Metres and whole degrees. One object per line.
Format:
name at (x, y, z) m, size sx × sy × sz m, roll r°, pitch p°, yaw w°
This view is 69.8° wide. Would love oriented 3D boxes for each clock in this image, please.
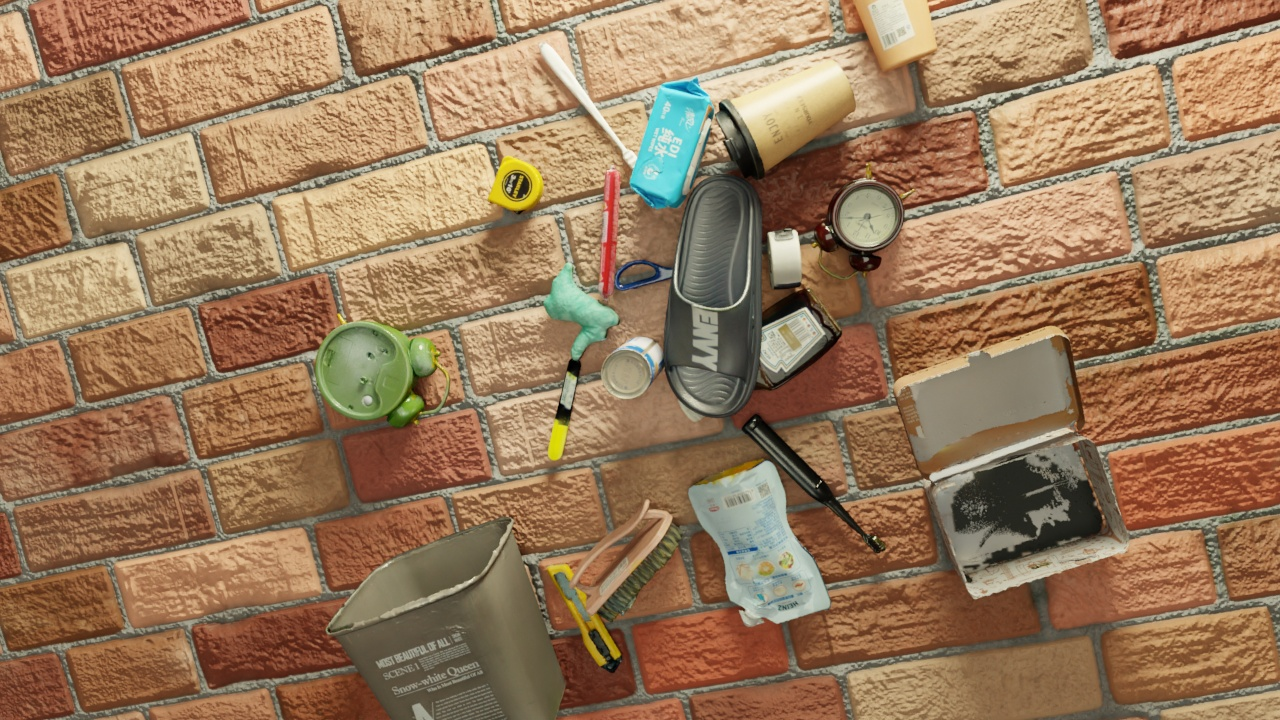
clock at (-0.303, 0.015, 1.086) m, size 0.161 × 0.056 × 0.116 m, roll 21°, pitch 100°, yaw 5°
clock at (0.237, -0.145, 0.991) m, size 0.082 × 0.055 × 0.122 m, roll 32°, pitch 102°, yaw 3°

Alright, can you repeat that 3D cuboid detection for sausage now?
sausage at (-0.036, -0.144, 1.044) m, size 0.020 × 0.020 × 0.156 m, roll 4°, pitch 93°, yaw 7°

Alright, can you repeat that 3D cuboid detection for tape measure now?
tape measure at (0.156, -0.110, 1.001) m, size 0.033 × 0.066 × 0.066 m, roll -6°, pitch 96°, yaw 5°
tape measure at (-0.140, -0.199, 1.050) m, size 0.057 × 0.029 × 0.060 m, roll 23°, pitch 99°, yaw 6°

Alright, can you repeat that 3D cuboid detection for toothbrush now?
toothbrush at (0.200, 0.143, 1.045) m, size 0.212 × 0.027 × 0.026 m, roll 44°, pitch 62°, yaw 1°
toothbrush at (-0.058, -0.287, 1.035) m, size 0.016 × 0.016 × 0.180 m, roll -38°, pitch 90°, yaw 8°

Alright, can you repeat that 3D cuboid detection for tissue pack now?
tissue pack at (0.037, -0.231, 0.990) m, size 0.063 × 0.090 × 0.140 m, roll 20°, pitch 99°, yaw 5°

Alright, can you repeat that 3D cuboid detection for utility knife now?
utility knife at (-0.068, 0.311, 1.109) m, size 0.033 × 0.015 × 0.154 m, roll -30°, pitch 92°, yaw 8°

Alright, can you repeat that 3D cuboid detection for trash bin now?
trash bin at (-0.205, 0.331, 1.048) m, size 0.199 × 0.198 × 0.220 m, roll -21°, pitch 99°, yaw 10°

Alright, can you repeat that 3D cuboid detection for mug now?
mug at (0.262, -0.370, 0.952) m, size 0.078 × 0.078 × 0.123 m, roll -19°, pitch 98°, yaw 10°

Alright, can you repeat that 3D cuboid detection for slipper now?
slipper at (0.072, -0.073, 0.987) m, size 0.111 × 0.083 × 0.268 m, roll 4°, pitch 89°, yaw 21°

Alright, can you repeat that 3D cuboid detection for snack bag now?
snack bag at (0.136, 0.215, 1.058) m, size 0.110 × 0.039 × 0.191 m, roll -22°, pitch 95°, yaw 5°

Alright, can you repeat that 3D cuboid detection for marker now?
marker at (-0.089, 0.057, 1.083) m, size 0.018 × 0.015 × 0.124 m, roll 13°, pitch 95°, yaw 5°

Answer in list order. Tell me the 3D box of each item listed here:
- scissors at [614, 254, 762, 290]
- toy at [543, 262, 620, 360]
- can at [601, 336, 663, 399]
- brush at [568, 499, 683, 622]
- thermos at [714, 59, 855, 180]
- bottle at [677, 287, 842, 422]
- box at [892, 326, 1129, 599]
scissors at (0.053, -0.090, 1.046) m, size 0.176 × 0.012 × 0.162 m, roll -3°, pitch 95°, yaw 7°
toy at (-0.071, -0.052, 1.059) m, size 0.092 × 0.030 × 0.096 m, roll 30°, pitch 102°, yaw 6°
can at (-0.006, 0.006, 1.003) m, size 0.053 × 0.134 × 0.053 m, roll 1°, pitch 97°, yaw 7°
brush at (-0.015, 0.230, 1.068) m, size 0.073 × 0.063 × 0.146 m, roll 39°, pitch 100°, yaw -9°
thermos at (0.151, -0.258, 0.976) m, size 0.143 × 0.093 × 0.093 m, roll -27°, pitch 92°, yaw 3°
bottle at (0.129, 0.001, 1.030) m, size 0.195 × 0.044 × 0.080 m, roll -37°, pitch 84°, yaw 12°
box at (0.388, 0.106, 0.973) m, size 0.178 × 0.106 × 0.272 m, roll -21°, pitch 105°, yaw 10°
